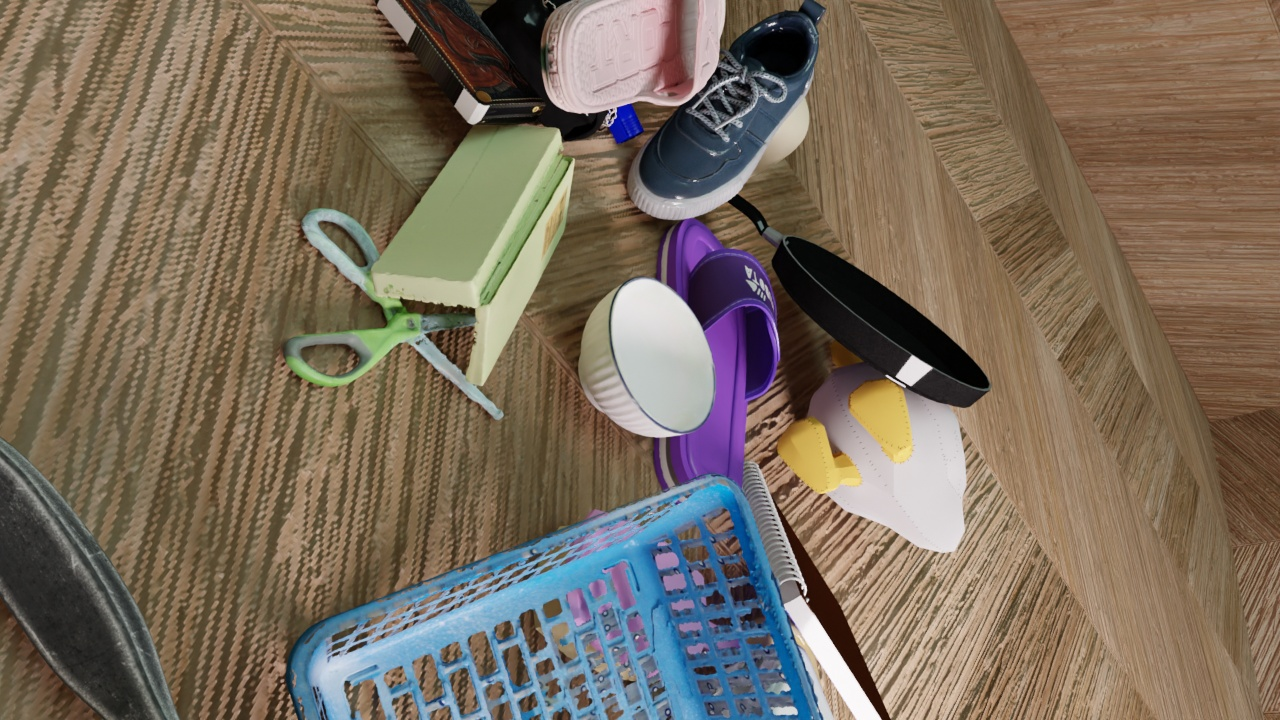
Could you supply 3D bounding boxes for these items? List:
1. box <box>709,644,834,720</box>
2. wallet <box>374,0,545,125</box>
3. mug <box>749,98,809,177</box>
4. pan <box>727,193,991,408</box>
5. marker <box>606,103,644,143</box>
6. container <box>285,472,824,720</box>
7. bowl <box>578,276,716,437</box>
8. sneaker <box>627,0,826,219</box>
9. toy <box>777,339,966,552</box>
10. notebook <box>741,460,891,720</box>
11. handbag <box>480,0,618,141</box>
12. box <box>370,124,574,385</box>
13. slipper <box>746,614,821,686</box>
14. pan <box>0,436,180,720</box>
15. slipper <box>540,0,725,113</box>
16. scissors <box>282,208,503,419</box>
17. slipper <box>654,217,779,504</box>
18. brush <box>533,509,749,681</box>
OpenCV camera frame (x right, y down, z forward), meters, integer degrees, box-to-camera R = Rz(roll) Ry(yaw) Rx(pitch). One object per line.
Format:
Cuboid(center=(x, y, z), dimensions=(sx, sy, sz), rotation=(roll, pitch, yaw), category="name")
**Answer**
Cuboid(center=(0.120, 0.287, 0.585), dimensions=(0.122, 0.083, 0.215), rotation=(-32, 96, -30), category="box")
Cuboid(center=(-0.124, -0.214, 0.633), dimensions=(0.072, 0.020, 0.123), rotation=(-22, 71, -49), category="wallet")
Cuboid(center=(0.105, -0.245, 0.902), dimensions=(0.120, 0.100, 0.096), rotation=(39, 46, -34), category="mug")
Cuboid(center=(0.163, -0.077, 0.839), dimensions=(0.356, 0.034, 0.224), rotation=(38, 21, 8), category="pan")
Cuboid(center=(-0.037, -0.253, 0.792), dimensions=(0.027, 0.023, 0.133), rotation=(-33, 99, -45), category="marker")
Cuboid(center=(-0.012, 0.266, 0.465), dimensions=(0.256, 0.089, 0.362), rotation=(-15, 85, -35), category="container")
Cuboid(center=(-0.004, 0.004, 0.673), dimensions=(0.118, 0.062, 0.118), rotation=(27, 53, -42), category="bowl")
Cuboid(center=(0.080, -0.219, 0.793), dimensions=(0.089, 0.087, 0.235), rotation=(37, 72, 9), category="sneaker")
Cuboid(center=(0.235, 0.071, 0.881), dimensions=(0.267, 0.141, 0.246), rotation=(0, 60, -62), category="toy")
Cuboid(center=(0.134, 0.185, 0.707), dimensions=(0.171, 0.022, 0.209), rotation=(57, 7, -15), category="notebook")
Cuboid(center=(-0.033, -0.260, 0.710), dimensions=(0.125, 0.115, 0.153), rotation=(49, 51, -30), category="handbag")
Cuboid(center=(-0.106, -0.083, 0.601), dimensions=(0.083, 0.092, 0.187), rotation=(19, 41, 0), category="box")
Cuboid(center=(0.133, 0.318, 0.678), dimensions=(0.111, 0.079, 0.261), rotation=(9, 65, -45), category="slipper")
Cuboid(center=(-0.163, 0.168, 0.343), dimensions=(0.357, 0.187, 0.055), rotation=(52, -1, -2), category="pan")
Cuboid(center=(0.017, -0.237, 0.680), dimensions=(0.238, 0.064, 0.094), rotation=(-40, 136, -48), category="slipper")
Cuboid(center=(-0.142, -0.028, 0.555), dimensions=(0.171, 0.025, 0.159), rotation=(-15, 78, -57), category="scissors")
Cuboid(center=(0.076, -0.010, 0.761), dimensions=(0.107, 0.084, 0.265), rotation=(33, 49, -38), category="slipper")
Cuboid(center=(0.024, 0.183, 0.625), dimensions=(0.228, 0.043, 0.089), rotation=(38, 47, -31), category="brush")
